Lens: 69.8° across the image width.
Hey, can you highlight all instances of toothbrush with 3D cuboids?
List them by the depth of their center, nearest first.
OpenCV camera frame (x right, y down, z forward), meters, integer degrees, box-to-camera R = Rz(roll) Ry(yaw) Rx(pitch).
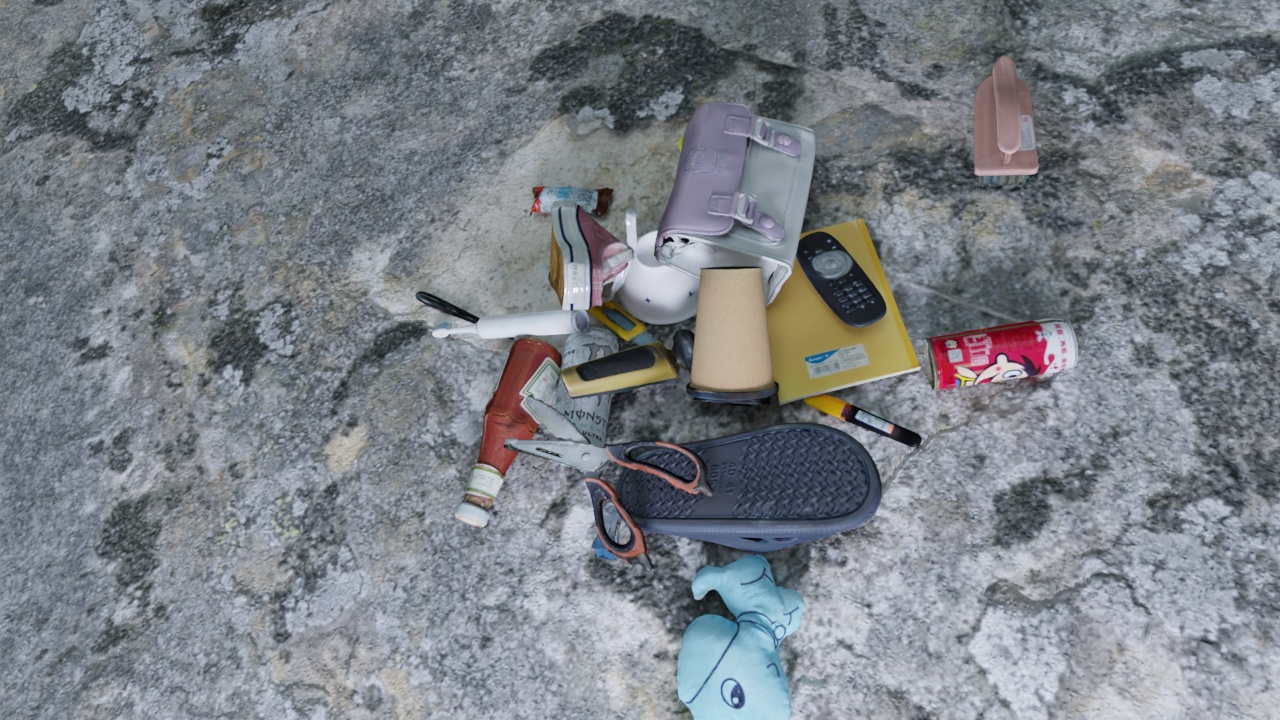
[{"bbox_3d":[-0.152,-0.038,1.021,0.221,0.027,0.026,-3,46,34],"label":"toothbrush"},{"bbox_3d":[-0.197,-0.049,1.075,0.181,0.018,0.015,23,73,25],"label":"toothbrush"}]

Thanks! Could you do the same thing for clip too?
[{"bbox_3d":[-0.031,0.168,0.916,0.027,0.044,0.058,0,53,20],"label":"clip"}]

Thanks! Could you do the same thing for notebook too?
[{"bbox_3d":[0.194,-0.058,0.974,0.146,0.010,0.206,-15,55,6],"label":"notebook"}]

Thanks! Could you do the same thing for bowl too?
[{"bbox_3d":[0.025,-0.106,1.020,0.118,0.065,0.118,-6,62,10],"label":"bowl"}]

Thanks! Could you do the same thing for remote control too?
[{"bbox_3d":[0.209,-0.082,0.963,0.053,0.024,0.136,-26,54,-2],"label":"remote control"}]

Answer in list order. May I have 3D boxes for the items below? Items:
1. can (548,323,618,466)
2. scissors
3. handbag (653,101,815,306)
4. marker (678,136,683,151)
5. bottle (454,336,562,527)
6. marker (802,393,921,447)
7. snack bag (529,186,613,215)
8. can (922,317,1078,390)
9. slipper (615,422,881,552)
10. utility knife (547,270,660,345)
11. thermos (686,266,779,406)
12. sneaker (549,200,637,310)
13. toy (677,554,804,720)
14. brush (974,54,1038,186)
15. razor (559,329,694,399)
[{"bbox_3d":[-0.059,0.037,0.969,0.058,0.058,0.146,1,63,14],"label":"can"},{"bbox_3d":[-0.034,0.107,0.885,0.189,0.015,0.224,-25,69,13],"label":"scissors"},{"bbox_3d":[0.103,-0.176,0.987,0.145,0.099,0.196,16,58,-2],"label":"handbag"},{"bbox_3d":[0.068,-0.217,1.098,0.018,0.015,0.124,-18,63,5],"label":"marker"},{"bbox_3d":[-0.142,0.075,0.972,0.060,0.060,0.205,12,67,19],"label":"bottle"},{"bbox_3d":[0.219,0.058,0.914,0.124,0.015,0.018,23,66,22],"label":"marker"},{"bbox_3d":[-0.087,-0.196,1.117,0.105,0.026,0.045,4,55,15],"label":"snack bag"},{"bbox_3d":[0.348,-0.007,0.893,0.133,0.053,0.053,-9,61,9],"label":"can"},{"bbox_3d":[0.105,0.127,0.877,0.269,0.083,0.110,-7,55,31],"label":"slipper"},{"bbox_3d":[-0.044,-0.063,1.042,0.177,0.015,0.033,37,76,28],"label":"utility knife"},{"bbox_3d":[0.091,-0.021,0.911,0.093,0.093,0.143,1,98,14],"label":"thermos"},{"bbox_3d":[-0.051,-0.113,0.986,0.088,0.118,0.241,0,22,-10],"label":"sneaker"},{"bbox_3d":[0.086,0.260,0.821,0.156,0.050,0.161,-39,56,-10],"label":"toy"},{"bbox_3d":[0.399,-0.263,1.005,0.063,0.073,0.145,2,62,16],"label":"brush"},{"bbox_3d":[-0.006,0.005,0.942,0.167,0.068,0.062,-13,60,-27],"label":"razor"}]
